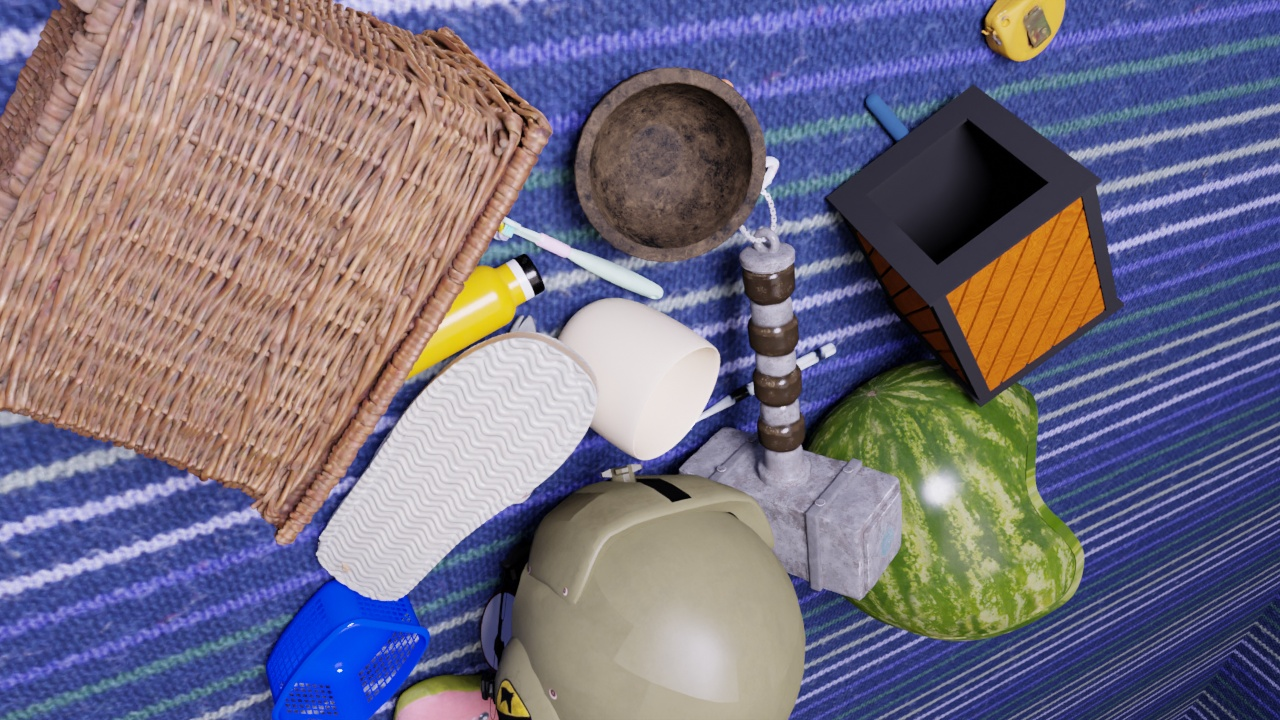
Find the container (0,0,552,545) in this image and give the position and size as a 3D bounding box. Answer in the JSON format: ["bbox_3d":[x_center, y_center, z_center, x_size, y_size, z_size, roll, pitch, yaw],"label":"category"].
[{"bbox_3d":[-0.201,-0.070,0.431,0.183,0.162,0.250,23,108,-40],"label":"container"}]

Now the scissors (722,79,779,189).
[{"bbox_3d":[0.049,-0.137,0.653,0.131,0.011,0.125,1,124,-32],"label":"scissors"}]

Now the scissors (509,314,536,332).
[{"bbox_3d":[-0.092,0.034,0.692,0.133,0.019,0.146,-45,136,2],"label":"scissors"}]

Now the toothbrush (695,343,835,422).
[{"bbox_3d":[0.097,0.024,0.820,0.186,0.012,0.017,-25,132,-16],"label":"toothbrush"}]

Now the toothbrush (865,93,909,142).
[{"bbox_3d":[0.225,-0.169,0.748,0.014,0.014,0.167,-45,138,16],"label":"toothbrush"}]

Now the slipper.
[{"bbox_3d":[-0.130,0.076,0.650,0.115,0.052,0.263,40,113,-16],"label":"slipper"}]

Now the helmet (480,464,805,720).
[{"bbox_3d":[0.007,0.198,0.705,0.249,0.255,0.233,-8,131,-31],"label":"helmet"}]

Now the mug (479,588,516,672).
[{"bbox_3d":[-0.086,0.227,0.824,0.082,0.073,0.105,14,90,-41],"label":"mug"}]

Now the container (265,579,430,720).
[{"bbox_3d":[-0.233,0.228,0.722,0.096,0.058,0.114,26,107,-45],"label":"container"}]

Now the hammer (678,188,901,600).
[{"bbox_3d":[0.108,0.025,0.712,0.079,0.177,0.327,-38,130,-40],"label":"hammer"}]

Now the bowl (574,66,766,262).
[{"bbox_3d":[0.015,-0.130,0.594,0.121,0.056,0.121,-4,115,-9],"label":"bowl"}]

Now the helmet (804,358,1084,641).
[{"bbox_3d":[0.266,0.128,0.869,0.243,0.213,0.247,-22,108,0],"label":"helmet"}]

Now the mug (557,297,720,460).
[{"bbox_3d":[-0.004,0.004,0.670,0.120,0.100,0.096,-16,133,-52],"label":"mug"}]

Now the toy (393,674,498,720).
[{"bbox_3d":[-0.173,0.321,0.847,0.109,0.051,0.090,-8,130,-31],"label":"toy"}]

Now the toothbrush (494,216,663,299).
[{"bbox_3d":[-0.038,-0.069,0.645,0.022,0.015,0.154,-26,149,38],"label":"toothbrush"}]

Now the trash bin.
[{"bbox_3d":[0.271,-0.087,0.739,0.140,0.139,0.172,-37,139,8],"label":"trash bin"}]

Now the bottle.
[{"bbox_3d":[-0.131,-0.024,0.597,0.143,0.043,0.043,-30,136,-11],"label":"bottle"}]

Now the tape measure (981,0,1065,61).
[{"bbox_3d":[0.299,-0.263,0.711,0.068,0.030,0.059,-43,135,4],"label":"tape measure"}]
